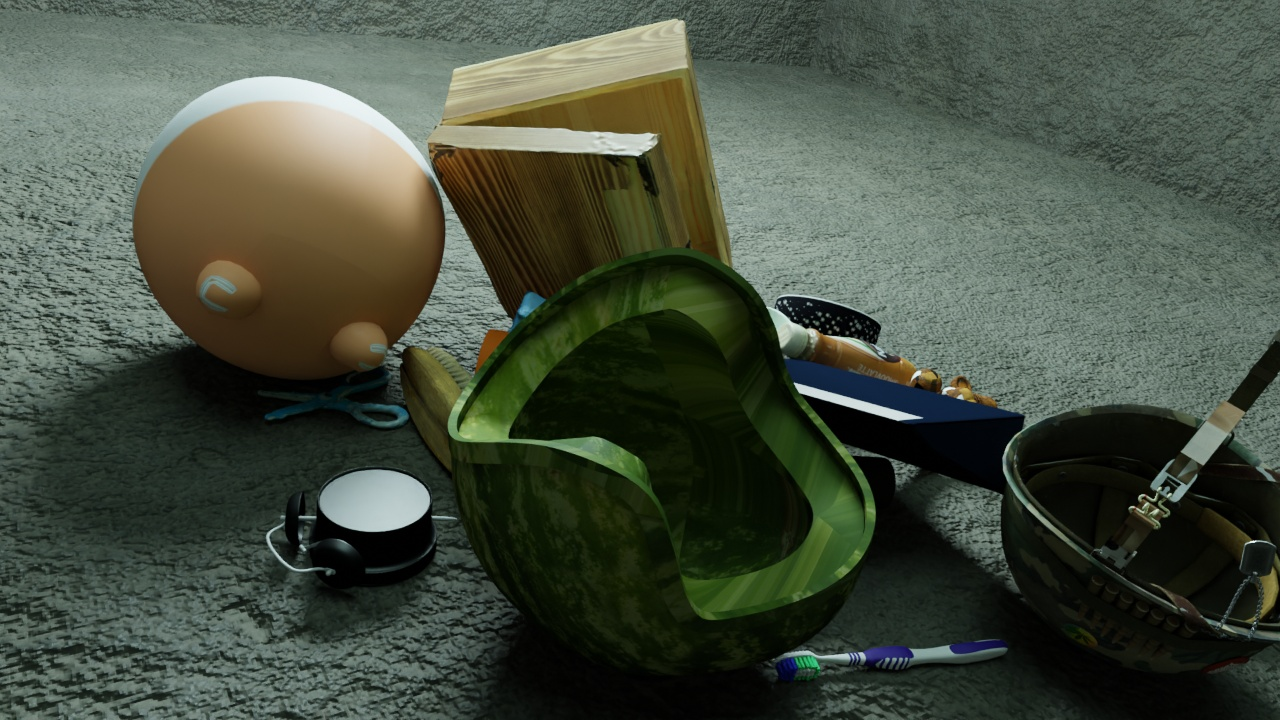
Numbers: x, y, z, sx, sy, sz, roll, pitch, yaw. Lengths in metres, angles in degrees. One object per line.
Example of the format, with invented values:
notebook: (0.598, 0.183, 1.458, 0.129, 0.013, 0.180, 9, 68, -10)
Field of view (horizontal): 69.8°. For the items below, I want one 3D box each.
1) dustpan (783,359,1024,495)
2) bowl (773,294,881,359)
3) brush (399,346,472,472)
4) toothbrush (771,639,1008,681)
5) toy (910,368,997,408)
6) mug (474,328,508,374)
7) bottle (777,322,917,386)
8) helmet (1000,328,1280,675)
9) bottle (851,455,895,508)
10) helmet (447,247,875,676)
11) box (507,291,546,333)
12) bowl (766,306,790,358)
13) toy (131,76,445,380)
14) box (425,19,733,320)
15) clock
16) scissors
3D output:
dustpan: (0.205, 0.060, 0.811, 0.272, 0.080, 0.237, 0, 11, -42)
bowl: (0.202, -0.022, 1.028, 0.120, 0.066, 0.120, 18, -6, 2)
brush: (-0.162, 0.044, 0.791, 0.043, 0.059, 0.195, 0, 29, -36)
toothbrush: (0.178, 0.207, 0.637, 0.186, 0.015, 0.016, 2, 32, -17)
toy: (0.320, 0.051, 0.939, 0.112, 0.068, 0.087, -3, 63, -27)
mug: (-0.096, 0.009, 0.858, 0.096, 0.078, 0.112, 11, 29, 1)
bottle: (0.211, 0.003, 0.951, 0.167, 0.059, 0.059, 21, 21, -25)
helmet: (0.368, 0.112, 0.640, 0.192, 0.236, 0.224, -31, 35, -33)
bottle: (0.126, 0.101, 0.793, 0.184, 0.045, 0.045, 5, 27, -11)
helmet: (0.008, 0.082, 0.577, 0.244, 0.247, 0.212, -20, 32, 42)
box: (-0.005, 0.005, 0.805, 0.231, 0.033, 0.174, 28, 11, -11)
bowl: (0.103, -0.013, 0.987, 0.117, 0.061, 0.117, 2, 29, -1)
toy: (-0.309, -0.103, 0.819, 0.262, 0.266, 0.280, 26, 24, -35)
box: (-0.055, -0.131, 0.887, 0.259, 0.279, 0.220, -8, 48, 11)
clock: (-0.199, 0.118, 0.647, 0.120, 0.043, 0.091, -15, 36, -41)
scissors: (-0.275, 0.030, 0.832, 0.137, 0.012, 0.127, 5, 27, -6)
